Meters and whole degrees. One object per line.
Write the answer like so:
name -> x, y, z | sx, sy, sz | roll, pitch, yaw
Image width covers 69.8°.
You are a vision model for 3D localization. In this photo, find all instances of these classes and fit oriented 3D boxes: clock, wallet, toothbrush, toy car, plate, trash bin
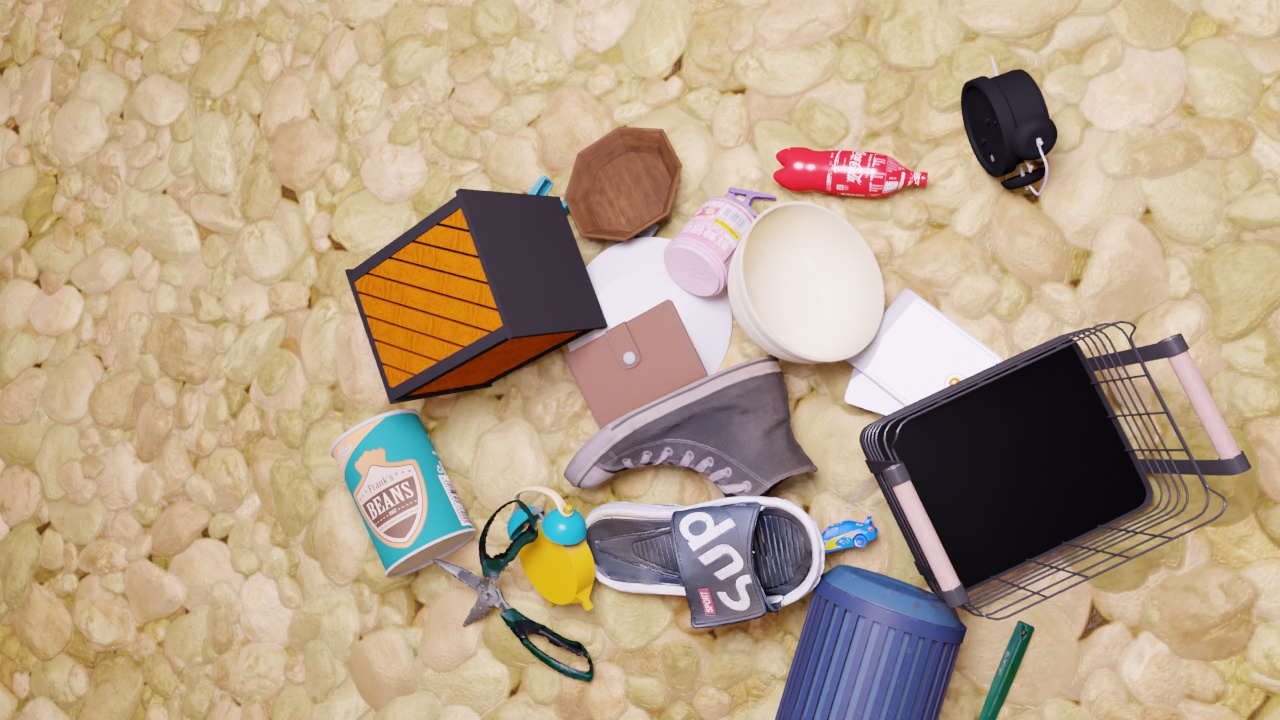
clock -> -0.087, 0.184, 0.906 | 0.099, 0.043, 0.129 | -8, 102, 46
wallet -> -0.005, 0.005, 0.886 | 0.121, 0.013, 0.087 | -28, 82, 13
toothbrush -> 0.298, 0.315, 0.795 | 0.016, 0.017, 0.190 | 22, 92, 19
toy car -> 0.183, 0.141, 0.841 | 0.092, 0.033, 0.062 | -18, 86, 16
wallet -> 0.250, 0.014, 0.833 | 0.118, 0.037, 0.115 | 42, 97, 21
plate -> -0.014, -0.177, 0.937 | 0.131, 0.025, 0.131 | -8, 70, 22
trash bin -> 0.179, 0.309, 0.774 | 0.139, 0.139, 0.249 | 17, 88, 19
clock -> 0.325, -0.200, 0.803 | 0.042, 0.091, 0.120 | -20, 64, 5
trash bin -> -0.159, -0.060, 0.892 | 0.172, 0.139, 0.139 | -25, 81, 33
plate -> 0.001, -0.039, 0.912 | 0.174, 0.036, 0.174 | 0, 89, 15

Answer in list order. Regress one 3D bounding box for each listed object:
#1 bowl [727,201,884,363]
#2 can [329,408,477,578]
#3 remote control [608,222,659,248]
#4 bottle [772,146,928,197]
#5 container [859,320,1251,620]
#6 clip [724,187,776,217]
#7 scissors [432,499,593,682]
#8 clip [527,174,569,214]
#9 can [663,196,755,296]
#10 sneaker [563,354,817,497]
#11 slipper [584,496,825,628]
bowl -> 0.139, -0.062, 0.842 | 0.150, 0.075, 0.150 | 7, 73, -23
can -> -0.246, 0.137, 0.953 | 0.099, 0.099, 0.144 | -33, 75, 12
remote control -> -0.030, -0.093, 0.950 | 0.033, 0.013, 0.136 | 39, 97, 18
bottle -> 0.198, -0.177, 0.868 | 0.142, 0.042, 0.042 | 9, 87, 19
container -> 0.308, 0.084, 0.721 | 0.241, 0.130, 0.163 | -25, 85, -1
clip -> 0.107, -0.157, 0.912 | 0.050, 0.013, 0.029 | 25, 91, 22
scissors -> -0.118, 0.222, 0.903 | 0.202, 0.015, 0.206 | 27, 124, 12
clip -> -0.142, -0.148, 0.989 | 0.120, 0.030, 0.130 | 30, 94, 24
can -> 0.068, -0.108, 0.875 | 0.067, 0.067, 0.076 | 27, 59, 19
sneaker -> 0.043, 0.095, 0.869 | 0.235, 0.095, 0.120 | -23, 77, 8
slipper -> 0.042, 0.179, 0.824 | 0.264, 0.062, 0.111 | -4, 103, 41
